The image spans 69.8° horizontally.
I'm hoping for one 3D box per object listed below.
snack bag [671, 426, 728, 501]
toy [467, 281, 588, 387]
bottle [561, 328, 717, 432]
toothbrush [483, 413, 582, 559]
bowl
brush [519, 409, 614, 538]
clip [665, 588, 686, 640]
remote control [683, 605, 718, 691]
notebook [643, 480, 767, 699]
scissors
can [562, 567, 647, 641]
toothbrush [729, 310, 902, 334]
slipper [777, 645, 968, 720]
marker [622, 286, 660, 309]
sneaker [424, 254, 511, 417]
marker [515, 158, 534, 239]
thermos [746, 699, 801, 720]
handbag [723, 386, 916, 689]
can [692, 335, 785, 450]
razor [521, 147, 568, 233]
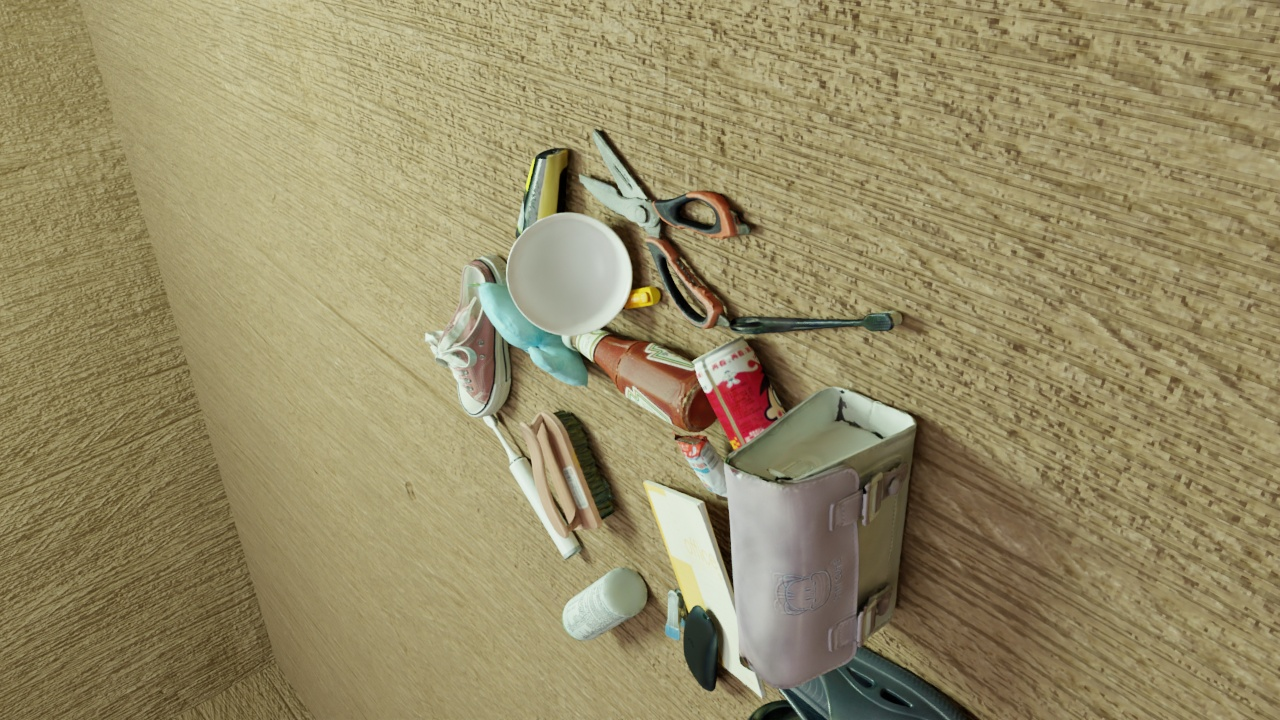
[{"bbox_3d":[0.065,0.100,0.862,0.045,0.026,0.105,6,139,49],"label":"snack bag"},{"bbox_3d":[-0.120,-0.034,0.985,0.156,0.050,0.161,40,-170,-15],"label":"toy"},{"bbox_3d":[-0.005,0.005,0.886,0.206,0.059,0.060,29,132,44],"label":"bottle"},{"bbox_3d":[-0.144,0.156,1.184,0.027,0.026,0.221,-38,76,15],"label":"toothbrush"},{"bbox_3d":[-0.067,-0.088,0.891,0.064,0.118,0.118,-96,-7,-74],"label":"bowl"},{"bbox_3d":[-0.089,0.127,1.055,0.063,0.072,0.145,-18,94,56],"label":"brush"},{"bbox_3d":[0.041,0.281,1.025,0.027,0.044,0.058,16,117,49],"label":"clip"},{"bbox_3d":[0.062,0.310,0.976,0.053,0.024,0.137,53,156,41],"label":"remote control"},{"bbox_3d":[0.064,0.227,0.939,0.146,0.010,0.206,6,116,69],"label":"notebook"},{"bbox_3d":[0.019,-0.120,0.812,0.225,0.015,0.189,5,112,51],"label":"scissors"},{"bbox_3d":[-0.046,0.298,1.114,0.058,0.058,0.147,57,145,12],"label":"can"},{"bbox_3d":[0.131,-0.030,0.724,0.181,0.018,0.015,1,109,55],"label":"toothbrush"},{"bbox_3d":[0.177,0.312,0.811,0.268,0.083,0.111,28,133,43],"label":"slipper"},{"bbox_3d":[-0.022,-0.058,0.905,0.124,0.015,0.018,-3,103,55],"label":"marker"},{"bbox_3d":[-0.211,-0.018,1.112,0.118,0.087,0.242,43,138,29],"label":"sneaker"},{"bbox_3d":[-0.115,-0.166,0.965,0.018,0.015,0.124,52,146,19],"label":"marker"},{"bbox_3d":[0.146,0.407,0.908,0.093,0.092,0.143,31,140,39],"label":"thermos"},{"bbox_3d":[0.137,0.139,0.704,0.098,0.144,0.197,28,132,45],"label":"handbag"},{"bbox_3d":[0.096,0.048,0.781,0.053,0.053,0.132,-32,84,55],"label":"can"},{"bbox_3d":[-0.094,-0.136,0.930,0.067,0.062,0.168,18,124,10],"label":"razor"}]
